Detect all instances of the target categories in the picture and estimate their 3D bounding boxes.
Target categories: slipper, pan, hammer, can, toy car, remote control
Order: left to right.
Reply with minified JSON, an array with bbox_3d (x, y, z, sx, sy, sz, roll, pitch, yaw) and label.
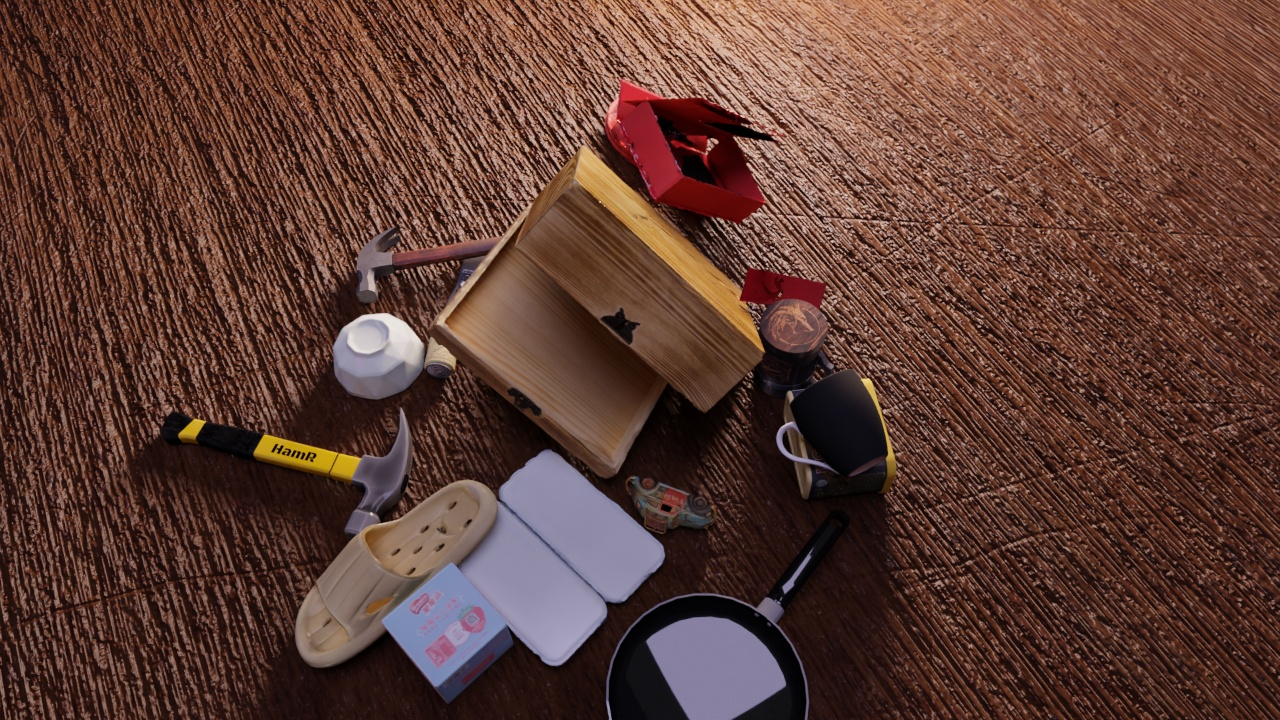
[{"bbox_3d":[-0.431,0.108,1.113,0.325,0.034,0.169,12,56,10],"label":"hammer"},{"bbox_3d":[-0.274,0.212,0.994,0.261,0.079,0.111,-39,45,-16],"label":"slipper"},{"bbox_3d":[-0.255,-0.019,1.189,0.038,0.038,0.079,3,56,2],"label":"can"},{"bbox_3d":[-0.241,-0.153,1.273,0.300,0.028,0.111,-10,54,-2],"label":"hammer"},{"bbox_3d":[-0.233,-0.108,1.265,0.046,0.009,0.124,9,57,6],"label":"remote control"},{"bbox_3d":[0.032,-0.328,1.380,0.103,0.059,0.248,-31,63,-19],"label":"slipper"},{"bbox_3d":[0.029,0.172,1.053,0.112,0.047,0.047,18,56,12],"label":"toy car"},{"bbox_3d":[0.116,0.295,0.973,0.204,0.044,0.354,35,63,21],"label":"pan"},{"bbox_3d":[0.233,0.094,1.090,0.101,0.073,0.130,-7,57,-1],"label":"can"}]

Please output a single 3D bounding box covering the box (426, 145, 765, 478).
[{"bbox_3d":[-0.054,-0.056,1.080,0.279,0.264,0.269,39,18,-15],"label":"box"}]

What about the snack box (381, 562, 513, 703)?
[{"bbox_3d":[-0.200,0.285,0.961,0.092,0.080,0.095,-40,67,-23],"label":"snack box"}]

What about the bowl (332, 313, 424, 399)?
[{"bbox_3d":[-0.340,-0.015,1.173,0.117,0.061,0.117,-1,57,1],"label":"bowl"}]

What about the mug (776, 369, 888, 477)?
[{"bbox_3d":[0.212,0.082,1.018,0.119,0.084,0.100,-34,69,19],"label":"mug"}]

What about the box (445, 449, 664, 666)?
[{"bbox_3d":[-0.101,0.215,1.036,0.189,0.038,0.209,-41,65,-20],"label":"box"}]

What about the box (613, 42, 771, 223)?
[{"bbox_3d":[0.066,-0.426,1.252,0.138,0.214,0.467,-13,80,38],"label":"box"}]

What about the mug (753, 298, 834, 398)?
[{"bbox_3d":[0.197,-0.003,1.132,0.116,0.107,0.079,32,62,20],"label":"mug"}]
